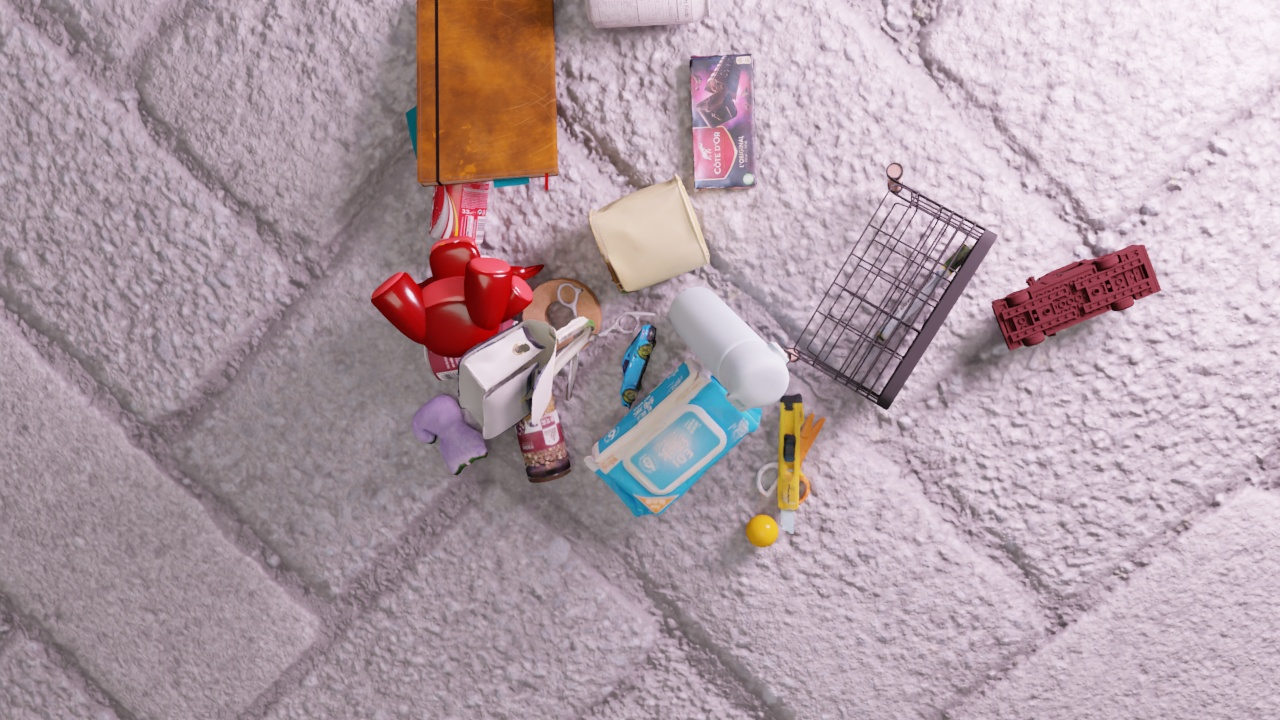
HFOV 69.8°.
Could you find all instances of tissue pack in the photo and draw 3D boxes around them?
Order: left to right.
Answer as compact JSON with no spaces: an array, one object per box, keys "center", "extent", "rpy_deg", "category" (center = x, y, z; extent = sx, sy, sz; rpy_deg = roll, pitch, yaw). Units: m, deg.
[{"center":[0.036,0.097,1.110],"extent":[0.209,0.066,0.117],"rpy_deg":[-42,109,13],"category":"tissue pack"}]

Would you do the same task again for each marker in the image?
[{"center":[0.333,-0.079,1.079],"extent":[0.017,0.017,0.146],"rpy_deg":[42,101,-2],"category":"marker"}]

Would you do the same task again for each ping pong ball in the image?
[{"center":[0.151,0.212,1.138],"extent":[0.040,0.040,0.040],"rpy_deg":[1,100,6],"category":"ping pong ball"}]

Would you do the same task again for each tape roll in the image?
[{"center":[-0.095,-0.054,1.125],"extent":[0.094,0.027,0.094],"rpy_deg":[1,100,6],"category":"tape roll"}]

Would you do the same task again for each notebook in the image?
[{"center":[-0.185,-0.311,1.057],"extent":[0.178,0.014,0.249],"rpy_deg":[-3,82,7],"category":"notebook"}]

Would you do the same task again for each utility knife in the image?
[{"center":[0.183,0.127,1.122],"extent":[0.030,0.017,0.175],"rpy_deg":[3,102,17],"category":"utility knife"}]

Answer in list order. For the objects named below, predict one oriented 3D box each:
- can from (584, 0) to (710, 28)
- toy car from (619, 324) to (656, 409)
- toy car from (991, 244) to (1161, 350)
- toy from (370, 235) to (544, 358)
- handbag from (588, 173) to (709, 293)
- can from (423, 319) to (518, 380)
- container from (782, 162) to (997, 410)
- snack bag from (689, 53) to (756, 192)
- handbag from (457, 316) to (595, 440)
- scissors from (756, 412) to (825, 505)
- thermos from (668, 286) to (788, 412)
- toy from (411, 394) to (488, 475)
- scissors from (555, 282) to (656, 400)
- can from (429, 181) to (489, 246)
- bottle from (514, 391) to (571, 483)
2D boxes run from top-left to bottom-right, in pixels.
[{"center":[0.008,-0.415,1.024],"extent":[0.136,0.078,0.078],"rpy_deg":[-1,100,6],"category":"can"},{"center":[-0.007,0.007,1.115],"extent":[0.032,0.048,0.105],"rpy_deg":[17,102,3],"category":"toy car"},{"center":[0.485,-0.073,1.040],"extent":[0.170,0.061,0.070],"rpy_deg":[-23,97,10],"category":"toy car"},{"center":[-0.201,-0.080,1.045],"extent":[0.158,0.197,0.120],"rpy_deg":[-13,108,8],"category":"toy"},{"center":[0.009,-0.145,1.074],"extent":[0.119,0.081,0.111],"rpy_deg":[-21,104,8],"category":"handbag"},{"center":[-0.202,-0.014,1.125],"extent":[0.114,0.063,0.063],"rpy_deg":[-9,99,8],"category":"can"},{"center":[0.268,-0.072,1.002],"extent":[0.130,0.162,0.241],"rpy_deg":[32,100,13],"category":"container"},{"center":[0.097,-0.277,1.070],"extent":[0.074,0.018,0.155],"rpy_deg":[-2,101,6],"category":"snack bag"},{"center":[-0.116,0.010,1.039],"extent":[0.175,0.151,0.074],"rpy_deg":[-34,76,-22],"category":"handbag"},{"center":[0.186,0.117,1.133],"extent":[0.073,0.012,0.131],"rpy_deg":[18,102,2],"category":"scissors"},{"center":[0.096,-0.017,1.018],"extent":[0.078,0.206,0.065],"rpy_deg":[-43,121,4],"category":"thermos"},{"center":[-0.245,0.096,1.165],"extent":[0.080,0.036,0.099],"rpy_deg":[-33,90,20],"category":"toy"},{"center":[-0.060,-0.026,1.102],"extent":[0.172,0.014,0.141],"rpy_deg":[-9,97,12],"category":"scissors"},{"center":[-0.215,-0.191,1.095],"extent":[0.064,0.064,0.105],"rpy_deg":[9,101,4],"category":"can"},{"center":[-0.125,0.093,1.139],"extent":[0.056,0.056,0.105],"rpy_deg":[-12,98,8],"category":"bottle"}]
